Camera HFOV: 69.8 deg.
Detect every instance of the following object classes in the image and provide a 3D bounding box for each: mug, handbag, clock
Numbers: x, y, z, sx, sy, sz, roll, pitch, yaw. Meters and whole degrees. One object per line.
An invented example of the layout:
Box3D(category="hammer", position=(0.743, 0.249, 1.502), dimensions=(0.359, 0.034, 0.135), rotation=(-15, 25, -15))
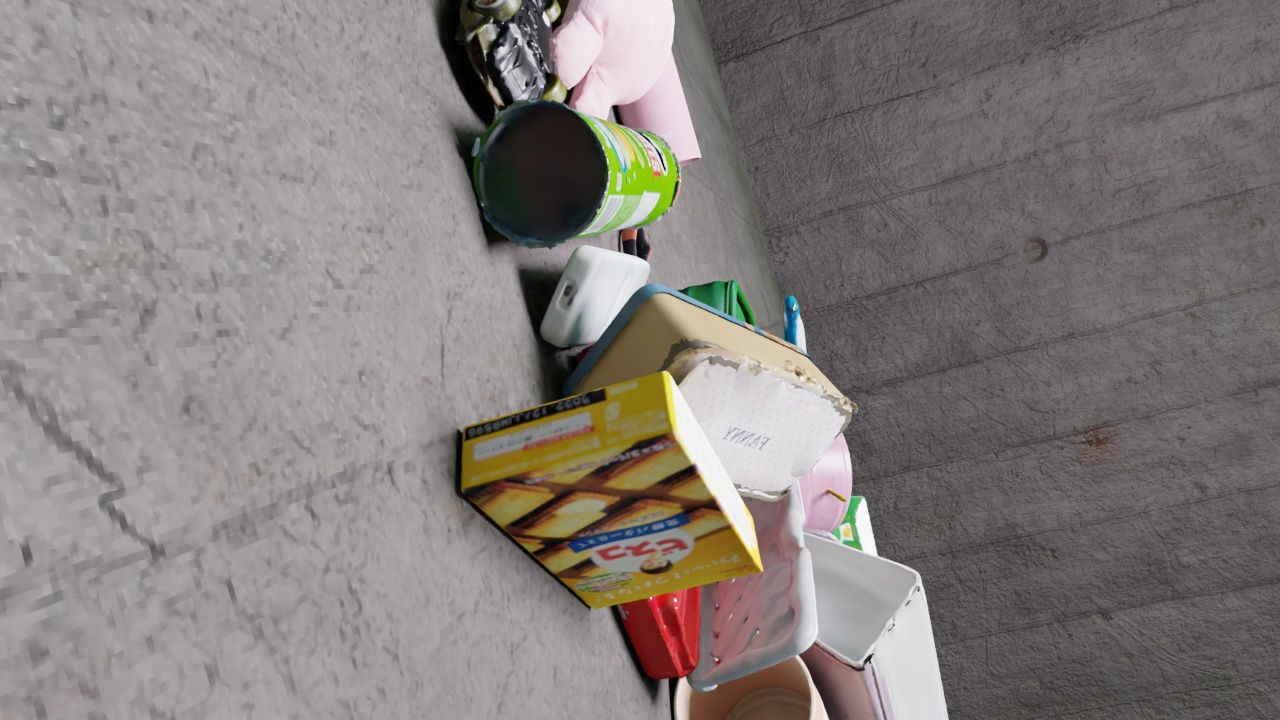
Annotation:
Box3D(category="mug", position=(0.070, 0.214, 0.569), dimensions=(0.106, 0.082, 0.114), rotation=(63, 5, -46))
Box3D(category="handbag", position=(0.135, 0.214, 0.655), dimensions=(0.098, 0.145, 0.197), rotation=(-45, 132, -32))
Box3D(category="handbag", position=(0.073, -0.010, 0.890), dimensions=(0.131, 0.068, 0.120), rotation=(51, 35, -64))
Box3D(category="clock", position=(0.106, 0.096, 0.730), dimensions=(0.159, 0.059, 0.117), rotation=(128, -43, -56))

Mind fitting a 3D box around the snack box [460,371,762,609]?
Box3D(category="snack box", position=(-0.006, 0.062, 0.393), dimensions=(0.140, 0.087, 0.033), rotation=(58, 20, -53))

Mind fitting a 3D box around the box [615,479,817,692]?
Box3D(category="box", position=(0.052, 0.103, 0.565), dimensions=(0.201, 0.102, 0.095), rotation=(-77, 150, -65))

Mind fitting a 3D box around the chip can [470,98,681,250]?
Box3D(category="chip can", position=(-0.027, -0.108, 0.543), dimensions=(0.235, 0.072, 0.072), rotation=(-46, 120, -75))

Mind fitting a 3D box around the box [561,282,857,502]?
Box3D(category="box", position=(0.041, 0.023, 0.514), dimensions=(0.184, 0.090, 0.061), rotation=(23, 22, -47))

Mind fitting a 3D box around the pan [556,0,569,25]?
Box3D(category="pan", position=(-0.061, -0.436, 0.766), dimensions=(0.198, 0.078, 0.356), rotation=(48, 29, -64))

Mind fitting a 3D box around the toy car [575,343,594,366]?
Box3D(category="toy car", position=(-0.003, 0.003, 0.562), dimensions=(0.106, 0.049, 0.031), rotation=(27, 45, -70))

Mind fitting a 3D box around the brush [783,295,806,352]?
Box3D(category="brush", position=(0.133, 0.085, 0.898), dimensions=(0.060, 0.109, 0.315), rotation=(-82, 156, -59))

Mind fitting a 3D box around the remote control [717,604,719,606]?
Box3D(category="remote control", position=(0.051, 0.124, 0.719), dimensions=(0.056, 0.019, 0.135), rotation=(60, 19, -50))

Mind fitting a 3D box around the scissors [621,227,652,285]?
Box3D(category="scissors", position=(0.001, -0.041, 0.708), dimensions=(0.222, 0.015, 0.188), rotation=(47, 30, -65))

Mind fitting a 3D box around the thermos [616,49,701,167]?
Box3D(category="thermos", position=(0.010, -0.281, 0.869), dimensions=(0.067, 0.087, 0.198), rotation=(-37, 113, -78))

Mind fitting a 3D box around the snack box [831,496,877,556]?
Box3D(category="snack box", position=(0.154, 0.171, 0.841), dimensions=(0.118, 0.105, 0.117), rotation=(104, -22, -75))

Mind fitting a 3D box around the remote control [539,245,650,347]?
Box3D(category="remote control", position=(-0.024, -0.037, 0.534), dimensions=(0.056, 0.020, 0.135), rotation=(-66, 171, 9))

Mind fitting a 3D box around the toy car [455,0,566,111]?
Box3D(category="toy car", position=(-0.073, -0.196, 0.513), dimensions=(0.070, 0.042, 0.157), rotation=(61, 19, -46))

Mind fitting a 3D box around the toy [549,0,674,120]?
Box3D(category="toy", position=(-0.022, -0.237, 0.676), dimensions=(0.159, 0.054, 0.121), rotation=(-59, 148, -33))
